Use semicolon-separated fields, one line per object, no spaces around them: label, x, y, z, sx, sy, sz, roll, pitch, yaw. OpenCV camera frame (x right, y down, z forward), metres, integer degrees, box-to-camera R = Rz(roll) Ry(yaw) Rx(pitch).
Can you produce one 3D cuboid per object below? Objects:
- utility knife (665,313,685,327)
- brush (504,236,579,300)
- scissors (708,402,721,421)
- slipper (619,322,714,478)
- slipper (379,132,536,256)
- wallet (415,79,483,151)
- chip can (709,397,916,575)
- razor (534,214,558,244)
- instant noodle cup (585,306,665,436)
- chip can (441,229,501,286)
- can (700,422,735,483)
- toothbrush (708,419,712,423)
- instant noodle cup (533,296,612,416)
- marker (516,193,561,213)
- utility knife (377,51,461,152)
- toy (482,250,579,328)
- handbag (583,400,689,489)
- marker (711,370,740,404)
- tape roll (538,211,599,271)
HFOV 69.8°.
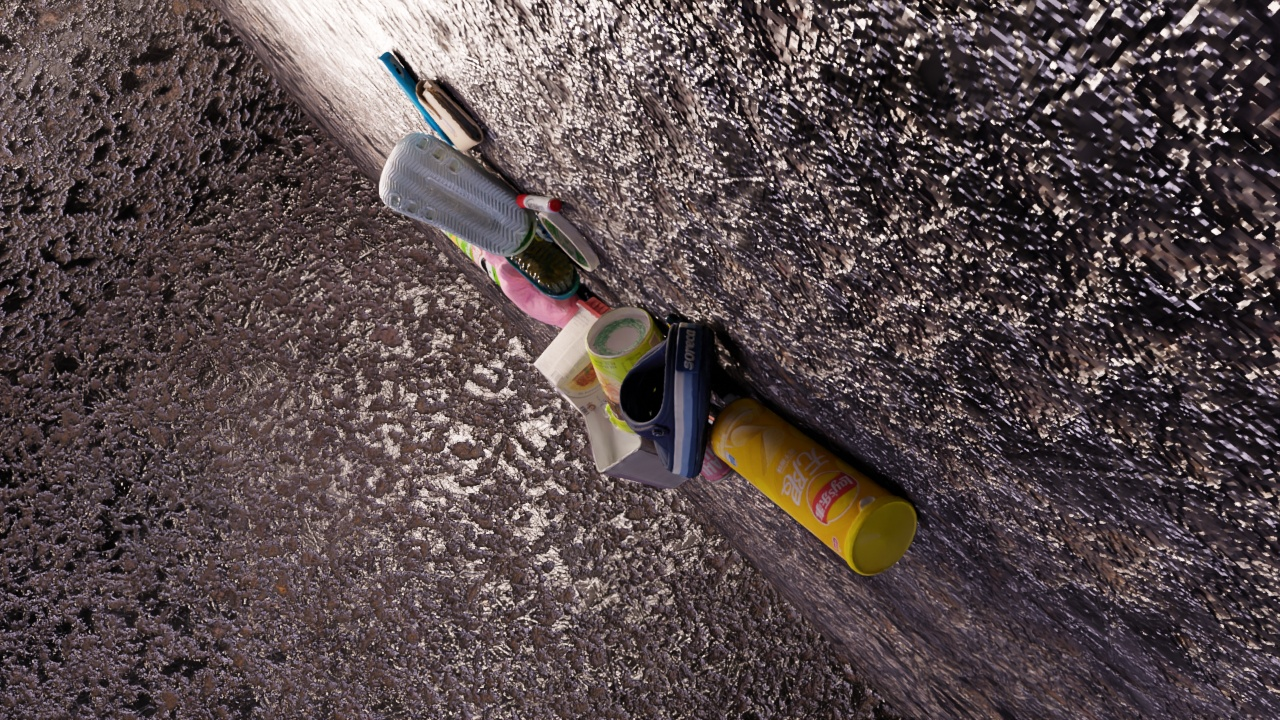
utility knife;0.052;-0.007;0.958;0.033;0.015;0.156;45;174;29
brush;-0.130;-0.125;1.194;0.144;0.055;0.073;41;170;30
scissors;0.147;0.103;1.039;0.235;0.021;0.152;35;175;39
slipper;0.024;0.043;0.904;0.095;0.105;0.253;8;157;3
slipper;-0.220;-0.203;1.132;0.245;0.104;0.074;30;-166;23
wallet;-0.213;-0.268;1.005;0.087;0.024;0.115;49;173;-18
chip can;0.147;0.107;0.825;0.072;0.072;0.213;51;171;-36
razor;-0.147;-0.176;1.150;0.143;0.022;0.043;37;167;52
instant noodle cup;-0.006;0.006;1.053;0.112;0.111;0.123;39;163;45
chip can;-0.250;-0.190;1.470;0.236;0.072;0.072;42;172;32
can;0.074;0.105;1.292;0.147;0.058;0.058;48;173;-19
toothbrush;0.072;0.056;1.216;0.187;0.017;0.016;38;167;37
instant noodle cup;-0.066;-0.002;1.238;0.116;0.124;0.116;39;170;47
marker;-0.110;-0.170;0.988;0.017;0.017;0.145;49;173;-22
utility knife;-0.248;-0.289;1.120;0.034;0.018;0.225;40;172;38
toy;-0.135;-0.093;1.318;0.194;0.074;0.178;37;-176;-34
handbag;0.002;0.103;1.362;0.197;0.099;0.145;26;-149;-56
marker;0.115;0.059;0.960;0.130;0.018;0.023;44;164;18
tape roll;-0.079;-0.134;1.017;0.086;0.014;0.086;45;173;7
